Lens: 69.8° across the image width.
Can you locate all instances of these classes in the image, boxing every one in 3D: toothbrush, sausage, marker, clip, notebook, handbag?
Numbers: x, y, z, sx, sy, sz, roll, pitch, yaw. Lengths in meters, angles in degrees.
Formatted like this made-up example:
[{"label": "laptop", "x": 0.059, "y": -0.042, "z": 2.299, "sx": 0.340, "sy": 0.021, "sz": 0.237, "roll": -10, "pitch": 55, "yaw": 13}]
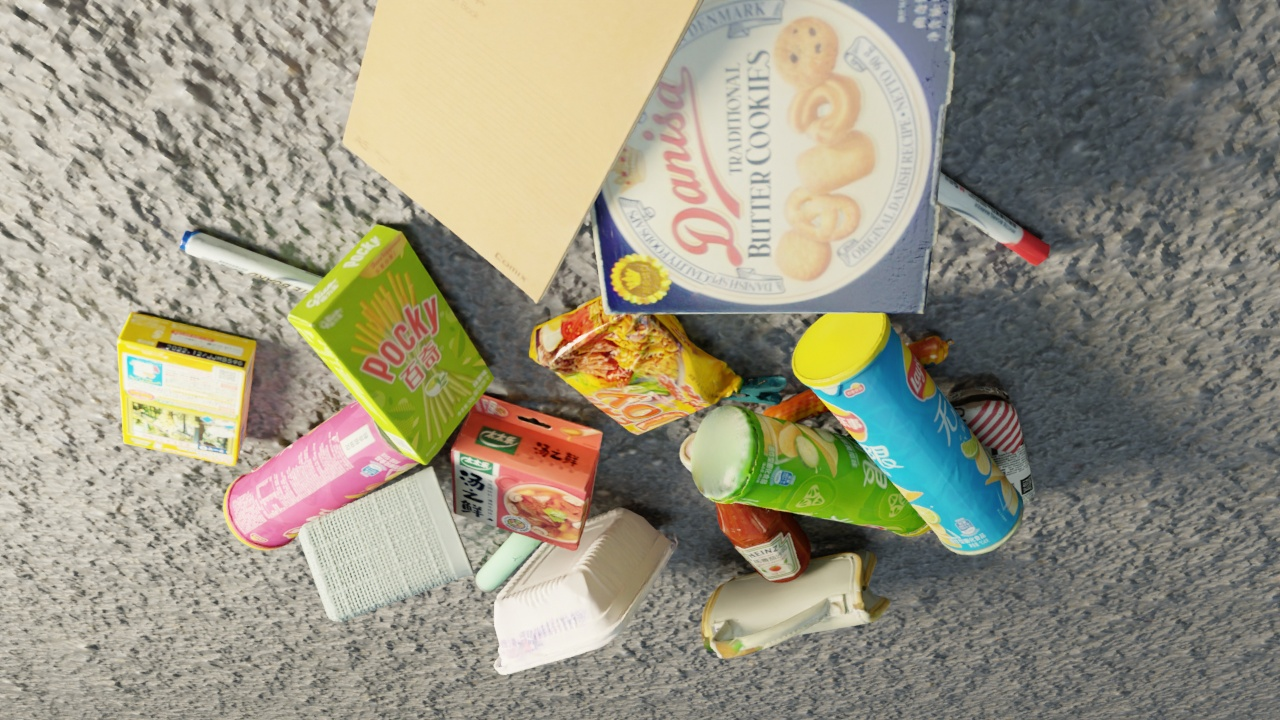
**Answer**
[{"label": "toothbrush", "x": -0.105, "y": 0.165, "z": 0.870, "sx": 0.027, "sy": 0.026, "sz": 0.225, "roll": 25, "pitch": 134, "yaw": -16}, {"label": "sausage", "x": 0.158, "y": 0.019, "z": 0.692, "sx": 0.166, "sy": 0.021, "sz": 0.021, "roll": -28, "pitch": 133, "yaw": 30}, {"label": "marker", "x": 0.197, "y": -0.095, "z": 0.558, "sx": 0.145, "sy": 0.017, "sz": 0.017, "roll": 24, "pitch": 135, "yaw": -26}, {"label": "marker", "x": -0.230, "y": -0.054, "z": 0.614, "sx": 0.145, "sy": 0.016, "sz": 0.017, "roll": 21, "pitch": 136, "yaw": -22}, {"label": "clip", "x": 0.084, "y": 0.022, "z": 0.704, "sx": 0.057, "sy": 0.015, "sz": 0.049, "roll": 0, "pitch": 143, "yaw": -1}, {"label": "notebook", "x": -0.071, "y": -0.142, "z": 0.457, "sx": 0.149, "sy": 0.012, "sz": 0.212, "roll": 39, "pitch": 135, "yaw": 3}, {"label": "handbag", "x": 0.136, "y": 0.229, "z": 0.853, "sx": 0.164, "sy": 0.063, "sz": 0.178, "roll": -19, "pitch": 173, "yaw": 22}]

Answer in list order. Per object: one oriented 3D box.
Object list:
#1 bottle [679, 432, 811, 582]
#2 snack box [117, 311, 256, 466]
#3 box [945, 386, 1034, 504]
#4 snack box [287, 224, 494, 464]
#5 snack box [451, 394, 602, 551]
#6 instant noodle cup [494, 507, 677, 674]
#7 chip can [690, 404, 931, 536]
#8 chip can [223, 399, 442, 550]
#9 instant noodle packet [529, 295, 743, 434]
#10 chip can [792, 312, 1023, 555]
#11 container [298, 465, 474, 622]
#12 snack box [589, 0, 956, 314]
[{"label": "bottle", "x": 0.091, "y": 0.127, "z": 0.794, "sx": 0.060, "sy": 0.059, "sz": 0.206, "roll": -17, "pitch": 137, "yaw": 20}, {"label": "snack box", "x": -0.346, "y": 0.026, "z": 0.701, "sx": 0.087, "sy": 0.033, "sz": 0.141, "roll": 15, "pitch": 137, "yaw": -16}, {"label": "box", "x": 0.278, "y": 0.072, "z": 0.745, "sx": 0.072, "sy": 0.059, "sz": 0.164, "roll": 2, "pitch": 144, "yaw": 29}, {"label": "snack box", "x": -0.161, "y": -0.006, "z": 0.620, "sx": 0.026, "sy": 0.085, "sz": 0.156, "roll": 19, "pitch": 150, "yaw": 32}, {"label": "snack box", "x": -0.095, "y": 0.094, "z": 0.749, "sx": 0.113, "sy": 0.044, "sz": 0.127, "roll": 17, "pitch": 141, "yaw": 4}, {"label": "instant noodle cup", "x": -0.055, "y": 0.193, "z": 0.813, "sx": 0.138, "sy": 0.173, "sz": 0.060, "roll": -25, "pitch": 100, "yaw": 27}, {"label": "chip can", "x": 0.140, "y": 0.088, "z": 0.708, "sx": 0.221, "sy": 0.072, "sz": 0.073, "roll": 15, "pitch": 139, "yaw": -32}, {"label": "chip can", "x": -0.249, "y": 0.087, "z": 0.742, "sx": 0.211, "sy": 0.071, "sz": 0.071, "roll": -29, "pitch": 132, "yaw": 31}, {"label": "instant noodle packet", "x": -0.004, "y": 0.004, "z": 0.661, "sx": 0.111, "sy": 0.044, "sz": 0.128, "roll": -22, "pitch": 136, "yaw": 31}, {"label": "chip can", "x": 0.194, "y": 0.053, "z": 0.652, "sx": 0.071, "sy": 0.071, "sz": 0.210, "roll": -27, "pitch": 121, "yaw": 30}, {"label": "container", "x": -0.200, "y": 0.149, "z": 0.727, "sx": 0.111, "sy": 0.090, "sz": 0.090, "roll": -21, "pitch": 172, "yaw": -15}, {"label": "snack box", "x": 0.061, "y": -0.109, "z": 0.475, "sx": 0.182, "sy": 0.045, "sz": 0.178, "roll": -1, "pitch": 125, "yaw": 9}]
